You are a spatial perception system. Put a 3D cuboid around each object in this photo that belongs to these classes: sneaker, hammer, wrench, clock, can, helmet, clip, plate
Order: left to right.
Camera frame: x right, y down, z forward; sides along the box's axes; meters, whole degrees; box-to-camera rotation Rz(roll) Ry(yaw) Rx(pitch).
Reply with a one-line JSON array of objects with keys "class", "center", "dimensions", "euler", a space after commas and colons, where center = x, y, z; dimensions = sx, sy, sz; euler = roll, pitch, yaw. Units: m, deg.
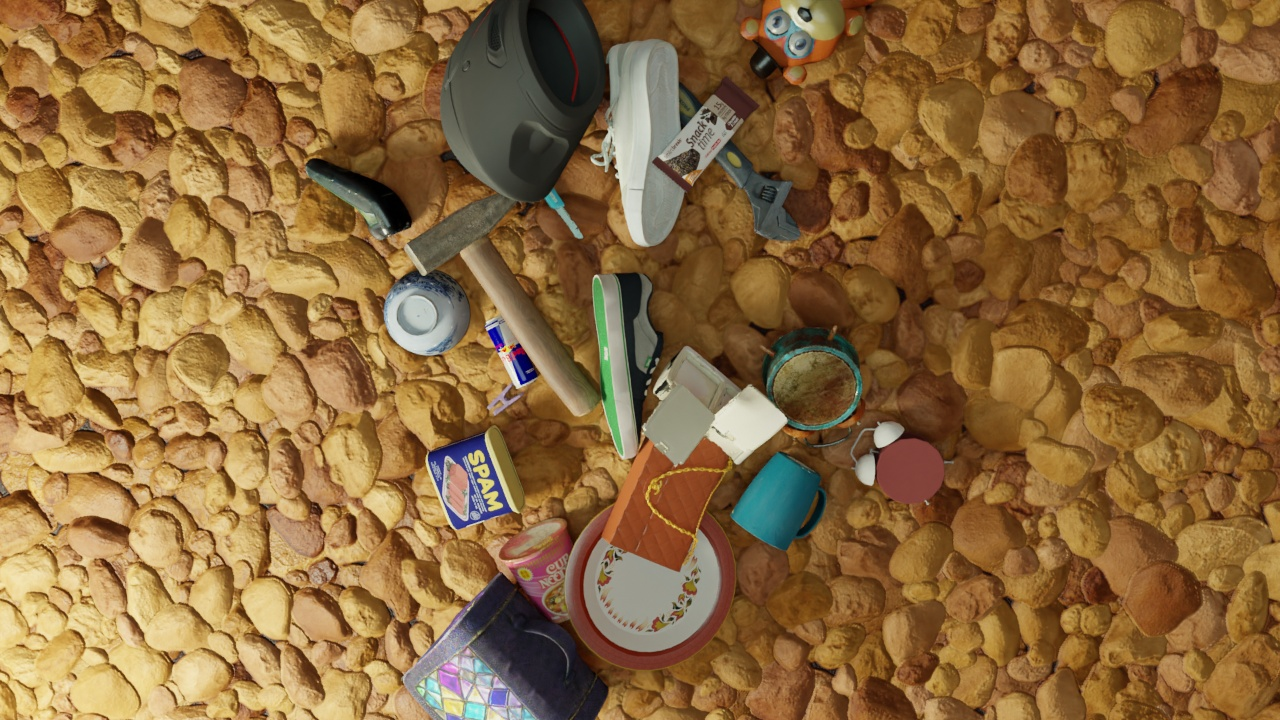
[{"class": "can", "center": [-0.214, 0.154, 1.193], "dimensions": [0.092, 0.056, 0.116], "euler": [-19, 96, 8]}, {"class": "clip", "center": [-0.176, 0.052, 1.198], "dimensions": [0.052, 0.013, 0.035], "euler": [-44, 92, 11]}, {"class": "can", "center": [-0.166, -0.012, 1.177], "dimensions": [0.032, 0.032, 0.095], "euler": [-26, 95, 7]}, {"class": "helmet", "center": [-0.147, -0.304, 1.063], "dimensions": [0.170, 0.164, 0.264], "euler": [-19, 64, 37]}, {"class": "hammer", "center": [-0.142, -0.061, 1.148], "dimensions": [0.157, 0.037, 0.301], "euler": [-36, 100, -15]}, {"class": "sneaker", "center": [-0.007, 0.007, 1.148], "dimensions": [0.079, 0.084, 0.235], "euler": [-7, 100, -16]}, {"class": "sneaker", "center": [-0.005, -0.262, 1.112], "dimensions": [0.091, 0.089, 0.242], "euler": [17, 118, 38]}, {"class": "plate", "center": [0.013, 0.283, 1.185], "dimensions": [0.229, 0.021, 0.230], "euler": [0, 91, -15]}, {"class": "wrench", "center": [0.105, -0.253, 1.128], "dimensions": [0.073, 0.022, 0.273], "euler": [-43, 93, 3]}, {"class": "clock", "center": [0.217, 0.036, 1.136], "dimensions": [0.121, 0.073, 0.158], "euler": [-15, 112, 11]}, {"class": "clock", "center": [0.326, 0.129, 1.153], "dimensions": [0.124, 0.044, 0.087], "euler": [28, 99, 0]}]

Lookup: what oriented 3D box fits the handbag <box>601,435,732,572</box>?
[{"class": "handbag", "center": [0.040, 0.167, 1.148], "dimensions": [0.109, 0.060, 0.171], "euler": [26, 84, -16]}]

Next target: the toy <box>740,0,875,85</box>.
[{"class": "toy", "center": [0.196, -0.403, 1.071], "dimensions": [0.112, 0.096, 0.176], "euler": [41, 110, -3]}]

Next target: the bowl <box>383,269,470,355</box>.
[{"class": "bowl", "center": [-0.279, -0.060, 1.173], "dimensions": [0.114, 0.045, 0.114], "euler": [1, 98, 4]}]

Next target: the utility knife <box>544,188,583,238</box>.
[{"class": "utility knife", "center": [-0.117, -0.216, 1.155], "dimensions": [0.022, 0.015, 0.151], "euler": [-39, 96, -17]}]

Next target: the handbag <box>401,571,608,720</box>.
[{"class": "handbag", "center": [-0.163, 0.390, 1.153], "dimensions": [0.205, 0.125, 0.223], "euler": [48, 124, -4]}]

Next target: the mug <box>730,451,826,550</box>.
[{"class": "mug", "center": [0.186, 0.178, 1.160], "dimensions": [0.112, 0.084, 0.104], "euler": [28, 94, -28]}]

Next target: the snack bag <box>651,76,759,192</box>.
[{"class": "snack bag", "center": [0.080, -0.272, 1.097], "dimensions": [0.057, 0.013, 0.157], "euler": [40, 71, -3]}]

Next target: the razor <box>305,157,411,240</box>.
[{"class": "razor", "center": [-0.360, -0.204, 1.161], "dimensions": [0.151, 0.053, 0.067], "euler": [30, 116, 6]}]

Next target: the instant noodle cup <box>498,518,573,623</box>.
[{"class": "instant noodle cup", "center": [-0.117, 0.276, 1.187], "dimensions": [0.098, 0.097, 0.108], "euler": [-23, 103, 7]}]

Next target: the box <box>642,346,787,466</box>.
[{"class": "box", "center": [0.096, 0.054, 1.072], "dimensions": [0.143, 0.192, 0.107], "euler": [39, 125, -6]}]
